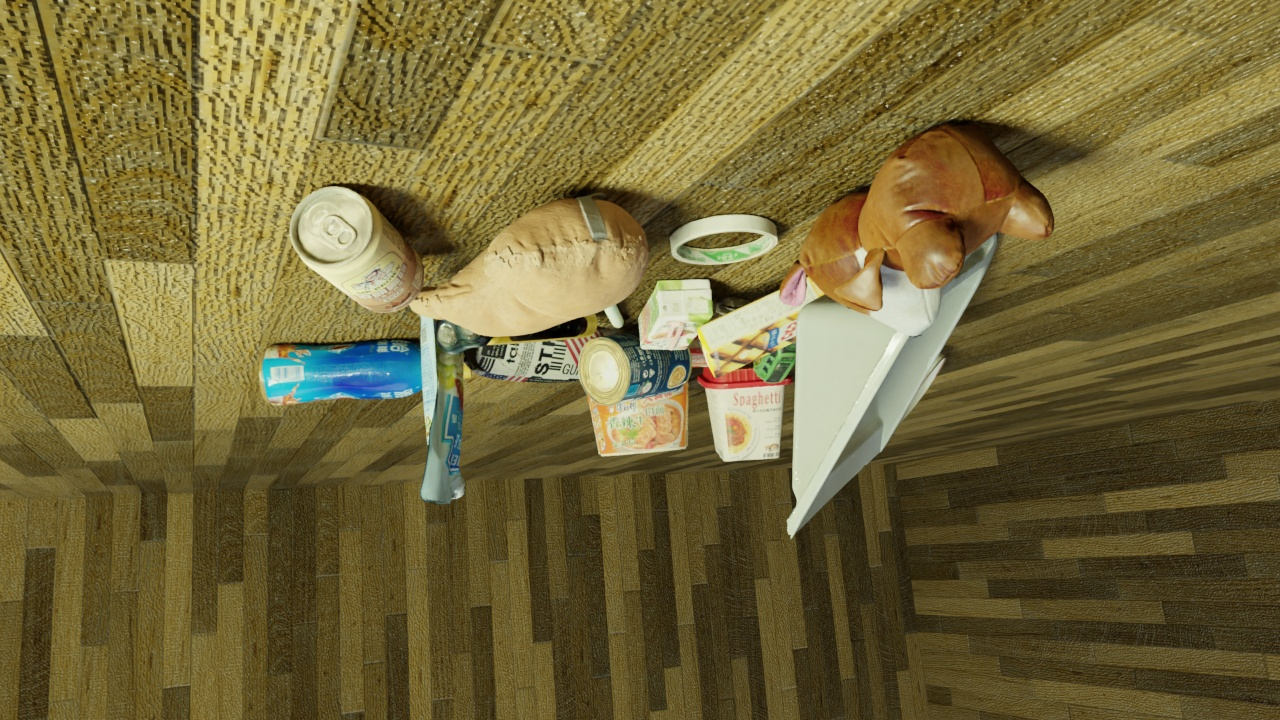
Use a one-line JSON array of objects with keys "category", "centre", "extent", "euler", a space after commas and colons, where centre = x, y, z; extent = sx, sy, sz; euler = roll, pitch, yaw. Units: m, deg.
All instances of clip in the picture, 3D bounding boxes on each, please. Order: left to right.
[{"category": "clip", "centre": [0.110, -0.042, 0.980], "extent": [0.072, 0.034, 0.100], "euler": [-11, 172, 23]}]

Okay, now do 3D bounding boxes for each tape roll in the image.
[{"category": "tape roll", "centre": [0.067, -0.097, 0.742], "extent": [0.086, 0.014, 0.086], "euler": [-5, 168, -1]}]

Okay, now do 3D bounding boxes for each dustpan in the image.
[{"category": "dustpan", "centre": [0.235, 0.009, 0.810], "extent": [0.143, 0.258, 0.222], "euler": [6, -160, 36]}]

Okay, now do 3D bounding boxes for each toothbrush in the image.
[{"category": "toothbrush", "centre": [-0.029, -0.057, 0.891], "extent": [0.029, 0.020, 0.189], "euler": [25, 172, 8]}]

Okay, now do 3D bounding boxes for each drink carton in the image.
[{"category": "drink carton", "centre": [0.033, -0.042, 0.914], "extent": [0.053, 0.045, 0.123], "euler": [-2, 168, -10]}]

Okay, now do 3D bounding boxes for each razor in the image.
[{"category": "razor", "centre": [-0.114, -0.036, 0.879], "extent": [0.167, 0.062, 0.068], "euler": [-1, -161, -39]}]

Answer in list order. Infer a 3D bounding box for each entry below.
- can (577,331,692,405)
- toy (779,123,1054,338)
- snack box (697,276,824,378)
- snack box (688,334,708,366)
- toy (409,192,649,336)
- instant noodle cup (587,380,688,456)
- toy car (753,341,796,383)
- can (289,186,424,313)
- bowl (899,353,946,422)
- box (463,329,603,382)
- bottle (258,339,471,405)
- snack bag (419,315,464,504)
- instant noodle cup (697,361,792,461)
[{"category": "can", "centre": [-0.006, 0.006, 1.006], "extent": [0.075, 0.075, 0.111], "euler": [-15, 177, 40]}, {"category": "toy", "centre": [0.184, -0.080, 0.640], "extent": [0.140, 0.130, 0.200], "euler": [-21, -177, -22]}, {"category": "snack box", "centre": [0.127, -0.035, 0.899], "extent": [0.140, 0.033, 0.087], "euler": [-26, 161, 0]}, {"category": "snack box", "centre": [0.068, -0.012, 1.127], "extent": [0.152, 0.025, 0.075], "euler": [0, 168, -22]}, {"category": "toy", "centre": [-0.089, -0.059, 0.690], "extent": [0.143, 0.082, 0.227], "euler": [-1, 170, -38]}, {"category": "instant noodle cup", "centre": [-0.001, 0.069, 1.237], "extent": [0.151, 0.111, 0.151], "euler": [-5, 175, -1]}, {"category": "toy car", "centre": [0.167, -0.011, 1.091], "extent": [0.043, 0.036, 0.091], "euler": [0, 136, -19]}, {"category": "can", "centre": [-0.194, -0.074, 0.640], "extent": [0.058, 0.058, 0.116], "euler": [-5, 168, 2]}, {"category": "bowl", "centre": [0.369, 0.025, 1.284], "extent": [0.062, 0.113, 0.113], "euler": [37, -176, 21]}, {"category": "box", "centre": [-0.122, -0.011, 1.001], "extent": [0.162, 0.076, 0.088], "euler": [2, -171, -43]}, {"category": "bottle", "centre": [-0.295, 0.010, 0.999], "extent": [0.218, 0.065, 0.065], "euler": [-4, 169, -9]}, {"category": "snack bag", "centre": [-0.191, 0.044, 0.889], "extent": [0.039, 0.191, 0.110], "euler": [-2, 168, -6]}, {"category": "instant noodle cup", "centre": [0.140, 0.066, 1.230], "extent": [0.116, 0.124, 0.116], "euler": [-3, -173, -4]}]
